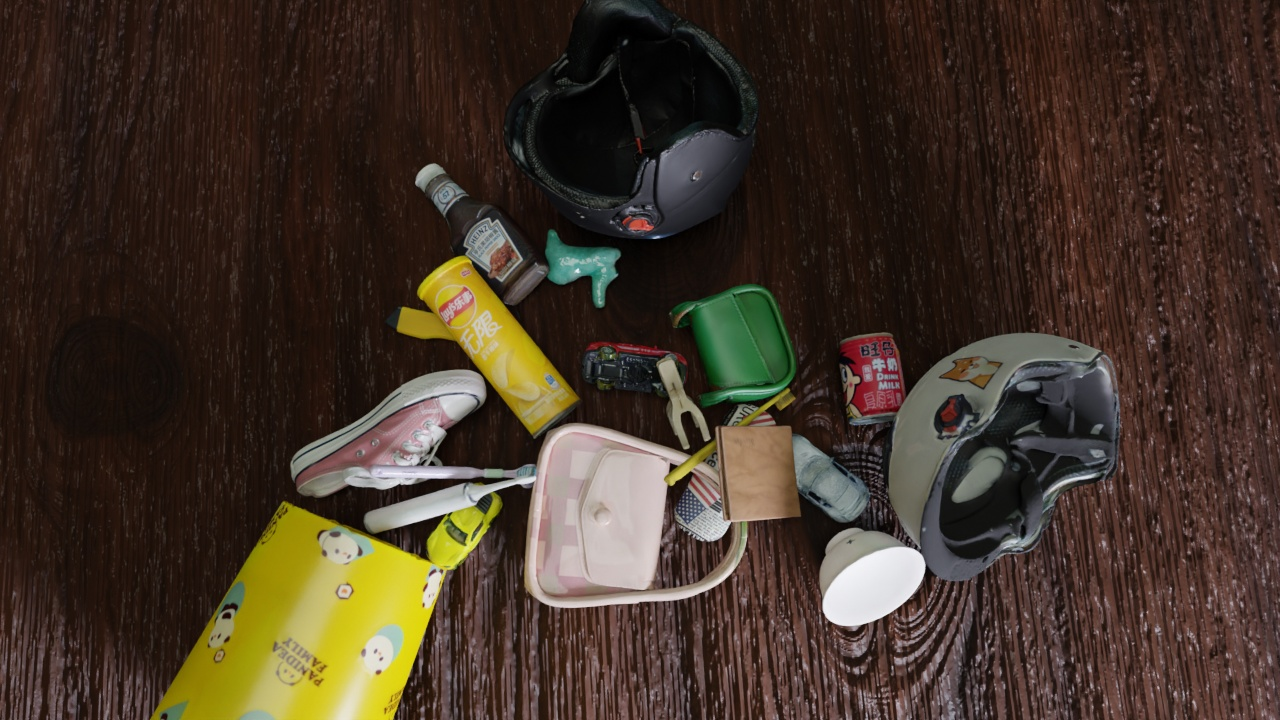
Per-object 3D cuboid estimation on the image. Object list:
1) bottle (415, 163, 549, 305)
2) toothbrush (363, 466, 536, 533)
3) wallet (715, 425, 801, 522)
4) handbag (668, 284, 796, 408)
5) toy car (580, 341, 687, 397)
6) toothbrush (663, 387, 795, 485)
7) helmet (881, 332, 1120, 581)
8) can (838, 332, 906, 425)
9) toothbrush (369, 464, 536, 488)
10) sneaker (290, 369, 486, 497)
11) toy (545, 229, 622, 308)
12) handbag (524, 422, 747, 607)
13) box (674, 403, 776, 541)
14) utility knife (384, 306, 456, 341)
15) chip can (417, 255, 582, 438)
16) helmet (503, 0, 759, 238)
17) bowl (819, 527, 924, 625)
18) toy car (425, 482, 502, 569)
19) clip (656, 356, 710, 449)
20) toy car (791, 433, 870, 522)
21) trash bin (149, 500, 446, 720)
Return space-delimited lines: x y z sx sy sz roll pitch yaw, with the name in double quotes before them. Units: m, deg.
"bottle" -0.193 -0.155 1.083 0.080 0.044 0.195 -45 77 9
"toothbrush" -0.206 0.151 0.993 0.221 0.027 0.026 -18 55 22
"wallet" 0.125 0.119 0.972 0.115 0.020 0.101 3 77 -42
"handbag" 0.103 -0.016 1.024 0.120 0.068 0.131 -13 78 -14
"toy car" -0.006 0.006 1.042 0.120 0.045 0.053 10 123 1
"toothbrush" 0.099 0.081 0.988 0.189 0.016 0.016 -32 80 -29
"helmet" 0.353 0.080 0.953 0.274 0.230 0.157 -41 38 -2
"can" 0.258 0.021 1.023 0.066 0.066 0.093 -6 79 1
"toothbrush" -0.199 0.123 0.991 0.189 0.021 0.029 6 98 -33
"sneaker" -0.270 0.097 1.009 0.241 0.118 0.087 -29 62 2
"toy" -0.067 -0.108 1.080 0.092 0.030 0.096 -1 85 4
"handbag" -0.003 0.174 0.983 0.234 0.093 0.193 6 80 7
"box" 0.096 0.124 1.026 0.069 0.052 0.164 29 81 22
"utility knife" -0.223 -0.035 1.078 0.156 0.015 0.033 12 86 3
"chip can" -0.159 -0.015 1.029 0.072 0.072 0.213 -38 87 -5
"helmet" -0.005 -0.243 1.002 0.274 0.230 0.233 -21 64 -3
"bowl" 0.234 0.219 0.980 0.118 0.118 0.064 -25 40 -3
"toy car" -0.199 0.186 1.026 0.048 0.032 0.105 36 84 8
"clip" 0.048 0.054 1.007 0.035 0.102 0.095 -20 43 -3
"toy car" 0.198 0.130 1.021 0.120 0.037 0.054 37 83 12
"trash bin" -0.332 0.293 0.920 0.229 0.230 0.255 21 75 6
